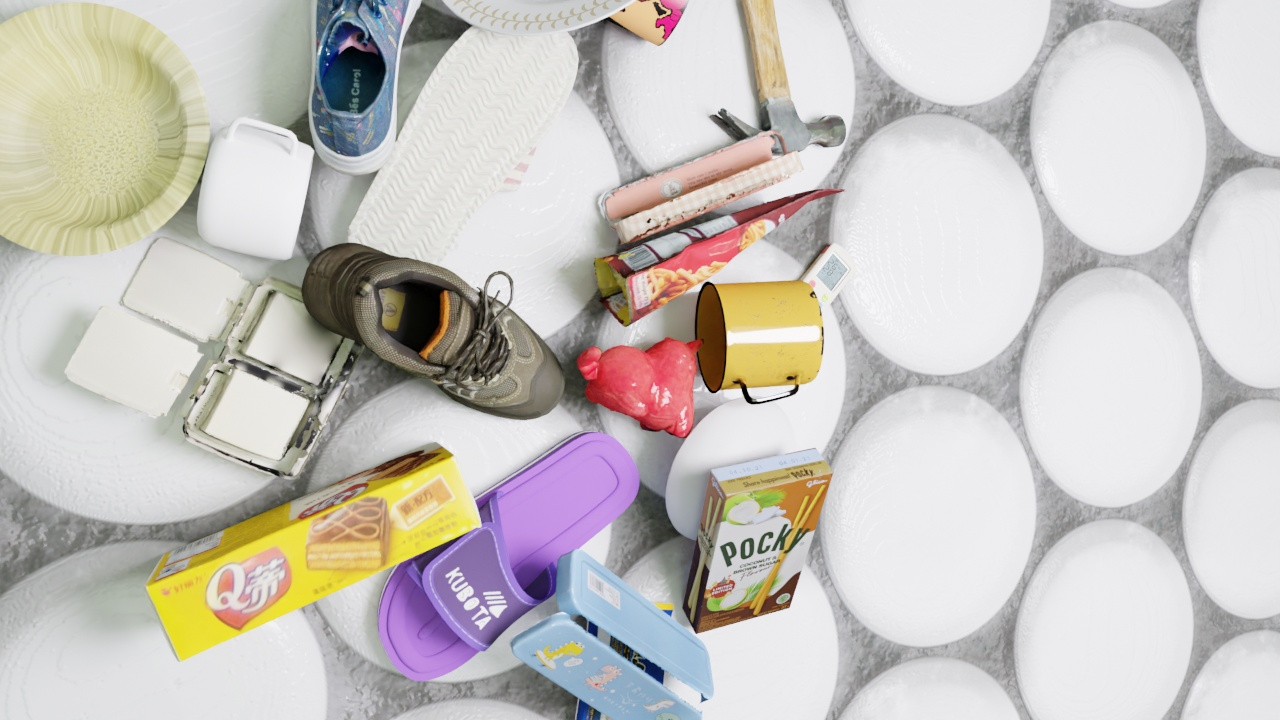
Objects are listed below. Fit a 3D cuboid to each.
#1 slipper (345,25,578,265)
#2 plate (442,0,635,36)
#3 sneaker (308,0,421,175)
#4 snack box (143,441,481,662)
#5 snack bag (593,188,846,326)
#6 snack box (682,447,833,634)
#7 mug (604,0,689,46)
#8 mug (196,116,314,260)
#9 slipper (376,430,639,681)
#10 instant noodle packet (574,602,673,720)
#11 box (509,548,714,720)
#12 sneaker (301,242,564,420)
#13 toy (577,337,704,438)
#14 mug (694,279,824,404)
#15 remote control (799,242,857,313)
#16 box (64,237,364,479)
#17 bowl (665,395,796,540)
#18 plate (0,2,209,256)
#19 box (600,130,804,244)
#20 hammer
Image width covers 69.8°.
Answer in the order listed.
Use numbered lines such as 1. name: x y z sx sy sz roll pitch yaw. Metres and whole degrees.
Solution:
1. slipper: -0.150 -0.176 0.776 0.115 0.052 0.263 35 89 -21
2. plate: -0.062 -0.363 0.753 0.243 0.016 0.242 -5 69 14
3. sneaker: -0.221 -0.267 0.714 0.087 0.079 0.235 4 77 -8
4. snack box: -0.247 0.139 0.710 0.230 0.110 0.062 -23 99 -19
5. snack bag: 0.062 -0.108 0.811 0.207 0.139 0.066 -29 95 -15
6. snack box: 0.101 0.165 0.823 0.101 0.031 0.186 -9 131 -20
7. mug: -0.002 -0.352 0.801 0.098 0.081 0.118 21 114 -19
8. mug: -0.289 -0.134 0.692 0.068 0.116 0.094 12 49 -20
9. slipper: -0.106 0.163 0.776 0.266 0.084 0.107 -39 103 -16
10. instant noodle packet: -0.017 0.289 0.840 0.087 0.026 0.134 8 87 -25
11. box: -0.020 0.248 0.790 0.086 0.073 0.209 -35 124 13
12. sneaker: -0.132 -0.021 0.718 0.237 0.143 0.101 29 79 -35
13. toy: -0.005 0.005 0.812 0.133 0.088 0.094 29 80 -39
14. mug: 0.110 -0.014 0.826 0.094 0.101 0.123 -4 54 -11
15. remote control: 0.168 -0.062 0.910 0.038 0.018 0.125 43 76 -15
16. box: -0.322 -0.006 0.716 0.187 0.058 0.144 30 79 -21
17. bowl: 0.094 0.108 0.837 0.149 0.043 0.150 -18 122 -31
18. plate: -0.406 -0.166 0.677 0.184 0.036 0.184 0 87 -4
19. box: 0.057 -0.160 0.835 0.187 0.056 0.071 -24 72 -9
20. hammer: 0.108 -0.362 0.880 0.132 0.033 0.330 -12 94 -19
